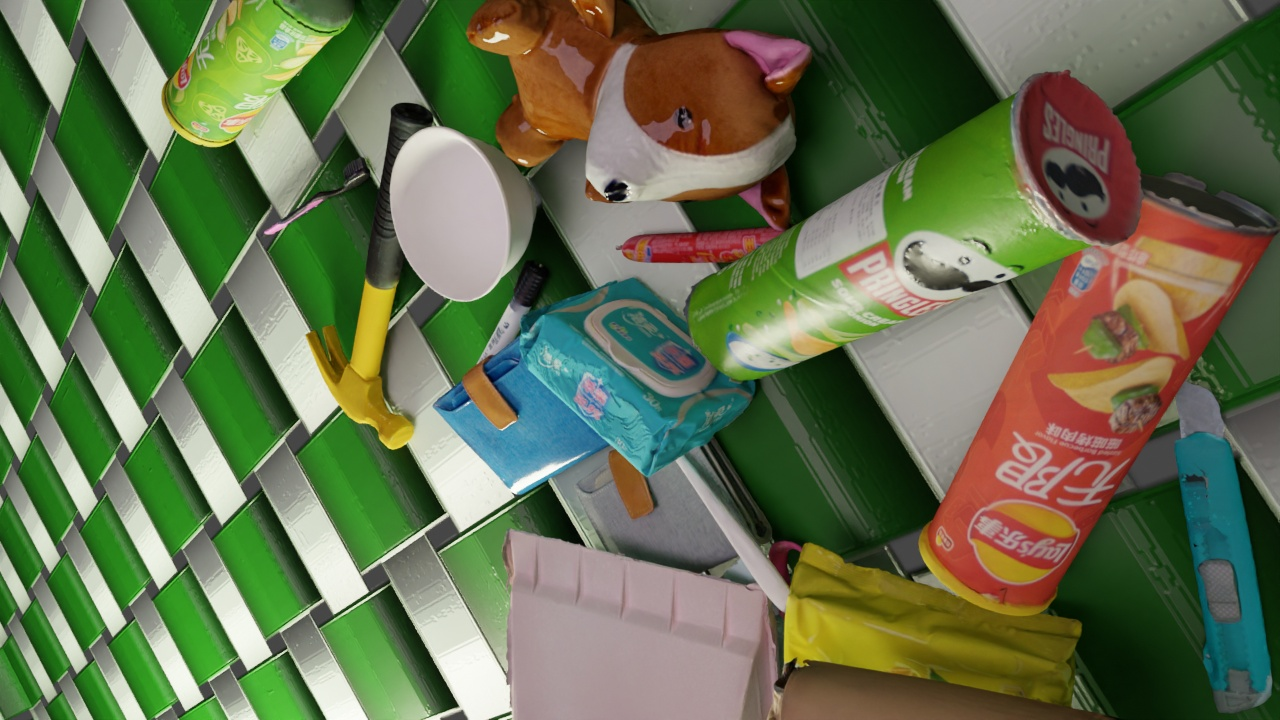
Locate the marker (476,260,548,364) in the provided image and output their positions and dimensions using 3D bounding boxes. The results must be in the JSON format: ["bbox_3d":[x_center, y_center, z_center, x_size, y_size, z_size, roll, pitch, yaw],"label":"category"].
[{"bbox_3d":[-0.102,-0.024,0.699,0.022,0.018,0.131,58,133,27],"label":"marker"}]

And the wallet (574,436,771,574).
[{"bbox_3d":[0.014,0.104,0.640,0.130,0.036,0.106,-36,83,40],"label":"wallet"}]

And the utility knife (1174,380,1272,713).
[{"bbox_3d":[0.277,0.093,0.440,0.029,0.013,0.176,-8,102,39],"label":"utility knife"}]

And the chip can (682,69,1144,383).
[{"bbox_3d":[0.111,-0.049,0.444,0.237,0.072,0.072,-27,89,57],"label":"chip can"}]

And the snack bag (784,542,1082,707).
[{"bbox_3d":[0.168,0.236,0.542,0.158,0.068,0.247,8,110,32],"label":"snack bag"}]

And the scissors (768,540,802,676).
[{"bbox_3d":[0.090,0.177,0.622,0.134,0.017,0.133,8,115,33],"label":"scissors"}]

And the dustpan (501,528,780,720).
[{"bbox_3d":[0.010,0.262,0.693,0.223,0.138,0.273,9,93,32],"label":"dustpan"}]

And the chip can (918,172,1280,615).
[{"bbox_3d":[0.206,0.021,0.432,0.073,0.073,0.217,32,124,26],"label":"chip can"}]

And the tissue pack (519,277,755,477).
[{"bbox_3d":[-0.003,0.003,0.579,0.133,0.093,0.050,40,131,20],"label":"tissue pack"}]

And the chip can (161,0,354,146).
[{"bbox_3d":[-0.315,-0.251,0.747,0.222,0.072,0.072,-21,93,41],"label":"chip can"}]

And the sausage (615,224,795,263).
[{"bbox_3d":[0.046,-0.070,0.561,0.156,0.020,0.020,2,108,38],"label":"sausage"}]

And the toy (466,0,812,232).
[{"bbox_3d":[-0.001,-0.142,0.508,0.200,0.130,0.140,24,154,19],"label":"toy"}]

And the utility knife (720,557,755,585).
[{"bbox_3d":[0.033,0.191,0.655,0.034,0.018,0.219,46,136,13],"label":"utility knife"}]

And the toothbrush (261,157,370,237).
[{"bbox_3d":[-0.291,-0.140,0.810,0.190,0.014,0.018,-15,87,42],"label":"toothbrush"}]

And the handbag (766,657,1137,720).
[{"bbox_3d":[0.154,0.226,0.448,0.205,0.099,0.148,0,99,34],"label":"handbag"}]

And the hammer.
[{"bbox_3d":[-0.216,-0.069,0.763,0.129,0.032,0.302,37,126,21],"label":"hammer"}]

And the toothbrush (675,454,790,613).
[{"bbox_3d":[0.041,0.086,0.585,0.016,0.016,0.180,-46,71,28],"label":"toothbrush"}]

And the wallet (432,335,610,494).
[{"bbox_3d":[-0.086,0.041,0.687,0.133,0.040,0.106,-32,103,41],"label":"wallet"}]

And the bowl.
[{"bbox_3d":[-0.112,-0.106,0.643,0.118,0.064,0.118,16,116,35],"label":"bowl"}]
